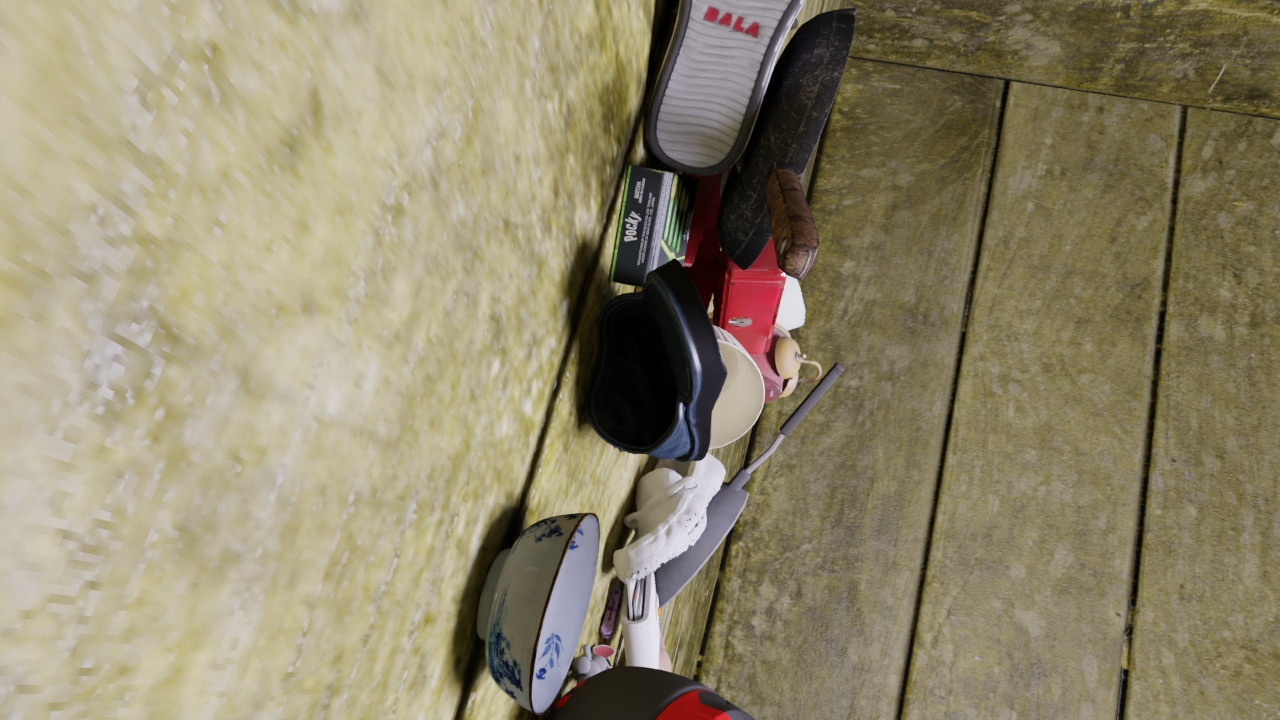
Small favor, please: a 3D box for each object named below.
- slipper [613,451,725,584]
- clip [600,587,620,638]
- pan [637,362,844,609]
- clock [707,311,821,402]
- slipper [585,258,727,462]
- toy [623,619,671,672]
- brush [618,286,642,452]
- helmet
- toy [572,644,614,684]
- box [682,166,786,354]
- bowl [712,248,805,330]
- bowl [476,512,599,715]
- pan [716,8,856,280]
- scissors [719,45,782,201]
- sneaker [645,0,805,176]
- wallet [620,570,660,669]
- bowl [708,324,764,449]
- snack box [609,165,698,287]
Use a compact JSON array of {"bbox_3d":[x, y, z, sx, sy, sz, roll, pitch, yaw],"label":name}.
[{"bbox_3d":[0.029,0.144,0.932,0.112,0.074,0.246,-49,-179,26],"label":"slipper"},{"bbox_3d":[-0.028,0.255,0.921,0.042,0.014,0.052,85,17,-65],"label":"clip"},{"bbox_3d":[0.109,0.140,1.051,0.357,0.041,0.178,-51,178,7],"label":"pan"},{"bbox_3d":[0.120,0.009,1.020,0.117,0.159,0.081,76,22,-67],"label":"clock"},{"bbox_3d":[-0.001,0.016,0.643,0.266,0.083,0.109,91,-22,-73],"label":"slipper"},{"bbox_3d":[-0.014,0.362,1.024,0.264,0.065,0.195,67,25,-60],"label":"toy"},{"bbox_3d":[-0.005,0.004,0.760,0.038,0.012,0.151,-57,156,-60],"label":"brush"},{"bbox_3d":[-0.004,0.331,0.704,0.163,0.170,0.265,-36,133,-39],"label":"helmet"},{"bbox_3d":[-0.041,0.283,0.836,0.112,0.030,0.049,58,17,-72],"label":"toy"},{"bbox_3d":[0.084,-0.092,0.861,0.158,0.112,0.134,81,19,-63],"label":"box"},{"bbox_3d":[0.121,-0.094,1.041,0.153,0.073,0.153,63,-4,8],"label":"bowl"},{"bbox_3d":[-0.062,0.137,0.520,0.114,0.045,0.114,14,89,-79],"label":"bowl"},{"bbox_3d":[0.094,-0.134,0.630,0.356,0.040,0.208,-74,-174,-62],"label":"pan"},{"bbox_3d":[0.086,-0.207,0.709,0.142,0.015,0.209,-55,-161,30],"label":"scissors"},{"bbox_3d":[0.071,-0.267,0.632,0.128,0.097,0.264,-76,180,-58],"label":"sneaker"},{"bbox_3d":[-0.001,0.263,0.943,0.118,0.037,0.115,-81,166,-74],"label":"wallet"},{"bbox_3d":[0.051,0.017,0.824,0.062,0.115,0.115,-89,-175,-61],"label":"bowl"},{"bbox_3d":[0.013,-0.102,0.694,0.147,0.025,0.080,-36,137,-74],"label":"snack box"}]
